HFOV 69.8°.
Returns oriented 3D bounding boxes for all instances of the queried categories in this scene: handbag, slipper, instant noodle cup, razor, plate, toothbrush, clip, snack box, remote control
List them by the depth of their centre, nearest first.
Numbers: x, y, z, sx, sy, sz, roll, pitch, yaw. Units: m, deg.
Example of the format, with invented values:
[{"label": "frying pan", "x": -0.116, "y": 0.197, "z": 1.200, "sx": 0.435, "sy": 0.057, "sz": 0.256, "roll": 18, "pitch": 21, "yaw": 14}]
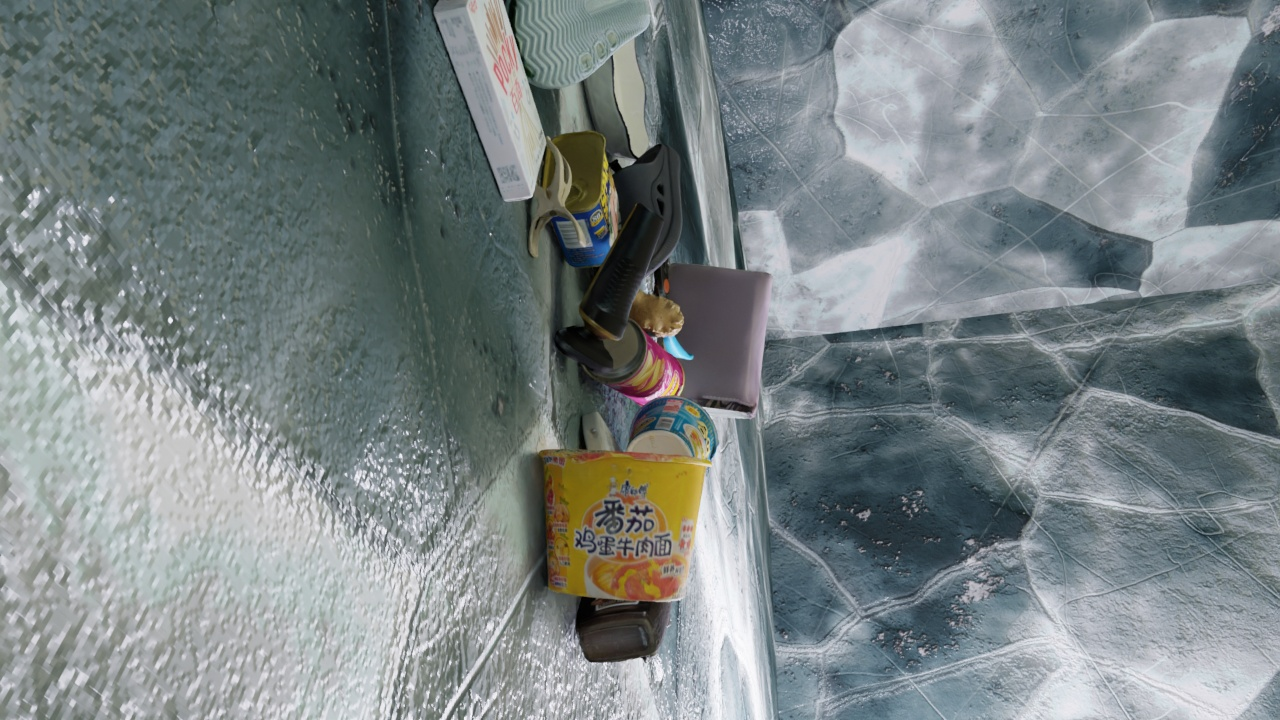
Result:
[{"label": "snack box", "x": -0.109, "y": -0.209, "z": 0.695, "sx": 0.084, "sy": 0.027, "sz": 0.157, "roll": -84, "pitch": 164, "yaw": -47}, {"label": "instant noodle cup", "x": -0.016, "y": 0.129, "z": 0.724, "sx": 0.138, "sy": 0.138, "sz": 0.109, "roll": 38, "pitch": 56, "yaw": -75}, {"label": "clip", "x": -0.076, "y": -0.140, "z": 0.783, "sx": 0.034, "sy": 0.071, "sz": 0.100, "roll": 47, "pitch": 35, "yaw": -72}, {"label": "razor", "x": -0.024, "y": -0.070, "z": 0.841, "sx": 0.062, "sy": 0.068, "sz": 0.167, "roll": 30, "pitch": 75, "yaw": -24}, {"label": "slipper", "x": -0.064, "y": -0.322, "z": 0.854, "sx": 0.244, "sy": 0.074, "sz": 0.104, "roll": -51, "pitch": 127, "yaw": -51}, {"label": "remote control", "x": -0.028, "y": 0.107, "z": 0.921, "sx": 0.150, "sy": 0.021, "sz": 0.058, "roll": 64, "pitch": 9, "yaw": -56}, {"label": "instant noodle cup", "x": 0.027, "y": 0.093, "z": 0.946, "sx": 0.109, "sy": 0.099, "sz": 0.099, "roll": -39, "pitch": 121, "yaw": -77}, {"label": "slipper", "x": -0.018, "y": -0.170, "z": 1.004, "sx": 0.083, "sy": 0.111, "sz": 0.267, "roll": 40, "pitch": 34, "yaw": -24}, {"label": "toothbrush", "x": -0.045, "y": -0.210, "z": 1.023, "sx": 0.027, "sy": 0.026, "sz": 0.212, "roll": 51, "pitch": 17, "yaw": -7}, {"label": "plate", "x": -0.031, "y": -0.344, "z": 1.122, "sx": 0.204, "sy": 0.046, "sz": 0.205, "roll": -5, "pitch": 89, "yaw": -78}, {"label": "handbag", "x": 0.098, "y": -0.025, "z": 1.248, "sx": 0.098, "sy": 0.145, "sz": 0.196, "roll": 39, "pitch": 58, "yaw": -69}]

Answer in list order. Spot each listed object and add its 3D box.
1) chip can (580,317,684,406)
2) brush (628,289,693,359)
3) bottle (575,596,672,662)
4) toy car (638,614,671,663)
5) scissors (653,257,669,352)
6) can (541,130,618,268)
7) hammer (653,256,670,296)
[{"label": "chip can", "x": -0.006, "y": 0.006, "z": 0.982, "sx": 0.210, "sy": 0.071, "sz": 0.071, "roll": 36, "pitch": 49, "yaw": -74}, {"label": "brush", "x": 0.027, "y": -0.031, "z": 1.061, "sx": 0.254, "sy": 0.083, "sz": 0.045, "roll": 46, "pitch": 59, "yaw": -71}, {"label": "bottle", "x": -0.008, "y": 0.198, "z": 0.835, "sx": 0.194, "sy": 0.080, "sz": 0.044, "roll": -69, "pitch": 145, "yaw": -71}, {"label": "toy car", "x": 0.002, "y": 0.257, "z": 0.948, "sx": 0.155, "sy": 0.041, "sz": 0.071, "roll": -30, "pitch": 113, "yaw": -80}, {"label": "scissors", "x": 0.017, "y": -0.108, "z": 1.159, "sx": 0.142, "sy": 0.022, "sz": 0.234, "roll": 43, "pitch": 47, "yaw": -58}, {"label": "can", "x": -0.054, "y": -0.150, "z": 0.865, "sx": 0.083, "sy": 0.057, "sz": 0.102, "roll": 71, "pitch": 17, "yaw": -55}, {"label": "hammer", "x": 0.006, "y": -0.127, "z": 1.221, "sx": 0.322, "sy": 0.032, "sz": 0.126, "roll": -53, "pitch": 134, "yaw": -74}]
